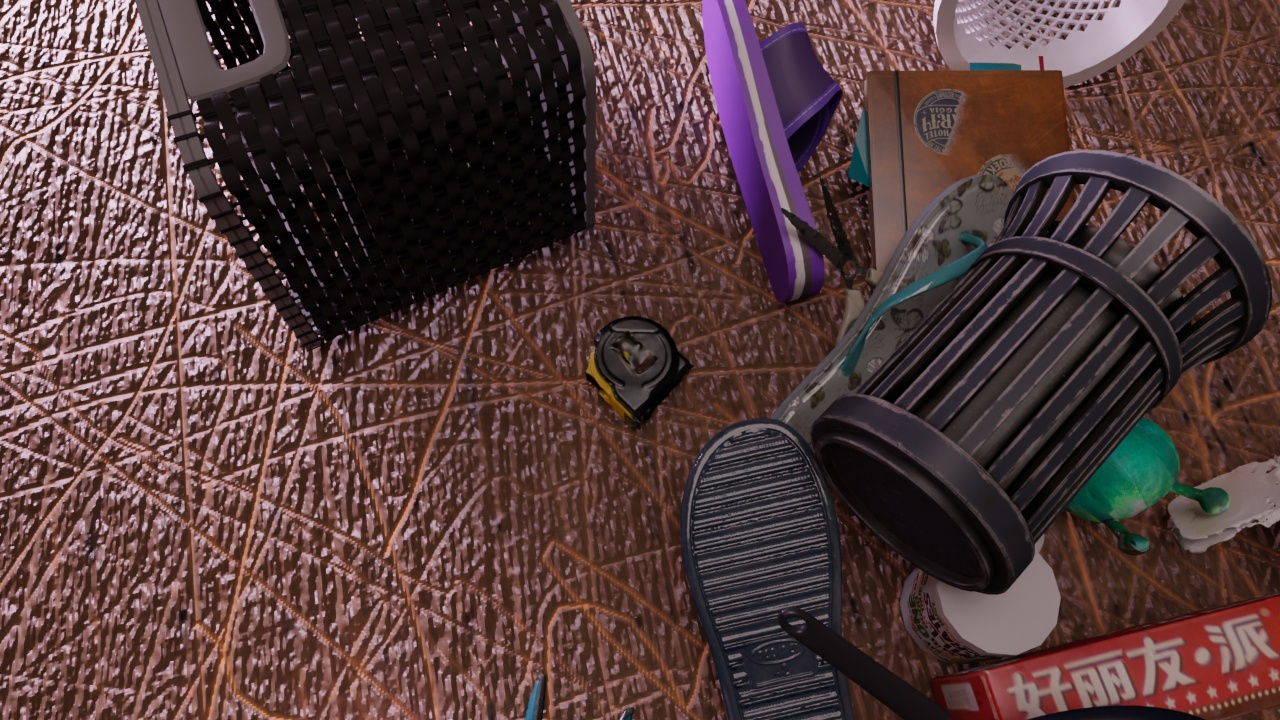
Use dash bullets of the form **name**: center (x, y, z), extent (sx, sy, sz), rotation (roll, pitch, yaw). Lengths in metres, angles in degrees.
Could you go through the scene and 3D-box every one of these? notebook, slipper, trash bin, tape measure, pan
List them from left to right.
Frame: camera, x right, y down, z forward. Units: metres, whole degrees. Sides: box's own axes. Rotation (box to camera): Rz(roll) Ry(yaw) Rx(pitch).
- **tape measure**: center (-0.004, 0.004, 0.696), extent (0.072, 0.042, 0.071), rotation (40, 77, 17)
- **slipper**: center (0.084, 0.170, 0.616), extent (0.101, 0.082, 0.263), rotation (-9, 88, -2)
- **slipper**: center (0.122, -0.181, 0.733), extent (0.084, 0.107, 0.266), rotation (-13, 75, -3)
- **slipper**: center (0.198, -0.014, 0.661), extent (0.098, 0.055, 0.268), rotation (38, 89, -25)
- **notebook**: center (0.257, -0.130, 0.736), extent (0.178, 0.014, 0.249), rotation (0, 79, 0)
- **pan**: center (0.188, 0.217, 0.485), extent (0.199, 0.356, 0.021), rotation (-39, 28, 23)
- **trash bin**: center (0.226, 0.012, 0.549), extent (0.164, 0.164, 0.227), rotation (43, 76, 15)
- **trash bin**: center (0.331, -0.369, 0.773), extent (0.195, 0.196, 0.199), rotation (-1, 59, 0)

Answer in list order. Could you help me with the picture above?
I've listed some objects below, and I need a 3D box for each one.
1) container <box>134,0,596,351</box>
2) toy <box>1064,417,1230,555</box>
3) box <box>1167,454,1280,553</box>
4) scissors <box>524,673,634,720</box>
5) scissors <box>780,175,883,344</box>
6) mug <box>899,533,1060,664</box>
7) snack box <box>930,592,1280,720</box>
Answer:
- **container**: center (-0.187, -0.193, 0.669), extent (0.243, 0.246, 0.247), rotation (-21, 70, -11)
- **toy**: center (0.313, 0.047, 0.655), extent (0.131, 0.072, 0.193), rotation (-36, 68, 5)
- **box**: center (0.439, 0.114, 0.616), extent (0.137, 0.108, 0.128), rotation (-36, 92, 17)
- **scissors**: center (-0.059, 0.276, 0.601), extent (0.156, 0.019, 0.124), rotation (-31, 71, -12)
- **scissors**: center (0.163, -0.050, 0.677), extent (0.158, 0.012, 0.162), rotation (9, 97, -20)
- **mug**: center (0.231, 0.149, 0.610), extent (0.073, 0.090, 0.105), rotation (41, 74, 15)
- **snack box**: center (0.317, 0.199, 0.577), extent (0.236, 0.113, 0.060), rotation (-13, 68, -5)
